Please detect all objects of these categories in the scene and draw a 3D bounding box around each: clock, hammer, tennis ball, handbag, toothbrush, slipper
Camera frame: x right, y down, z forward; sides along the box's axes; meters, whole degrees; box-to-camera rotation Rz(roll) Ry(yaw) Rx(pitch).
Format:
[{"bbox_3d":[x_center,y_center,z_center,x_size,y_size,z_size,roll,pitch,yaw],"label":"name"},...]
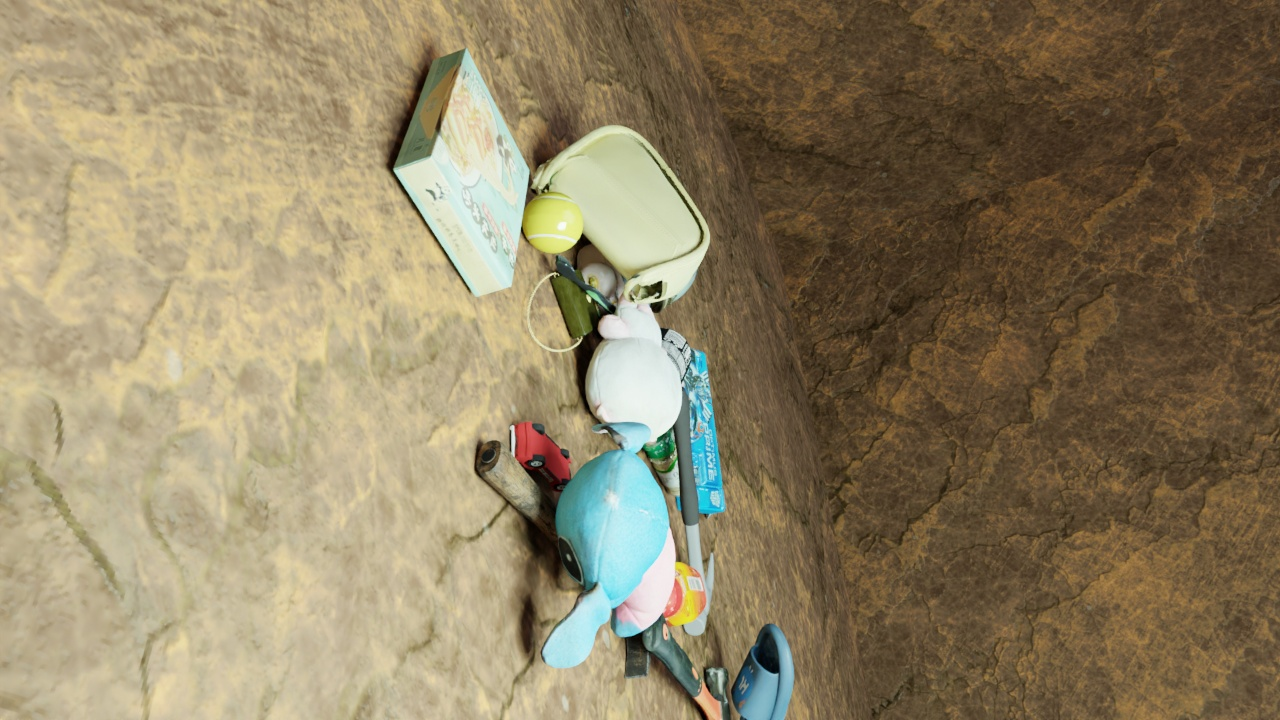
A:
[{"bbox_3d":[-0.035,-0.091,1.150,0.157,0.059,0.117,-86,154,-52],"label":"clock"},{"bbox_3d":[0.062,0.181,1.158,0.124,0.029,0.311,-60,146,-69],"label":"hammer"},{"bbox_3d":[-0.094,-0.148,0.985,0.065,0.065,0.065,-15,90,-75],"label":"tennis ball"},{"bbox_3d":[-0.059,0.181,0.847,0.330,0.033,0.119,57,24,-45],"label":"hammer"},{"bbox_3d":[0.057,0.360,1.027,0.333,0.033,0.132,65,20,-48],"label":"hammer"},{"bbox_3d":[-0.018,-0.167,1.087,0.190,0.089,0.233,-24,66,-42],"label":"handbag"},{"bbox_3d":[-0.087,-0.053,0.995,0.177,0.027,0.084,-44,115,-71],"label":"handbag"},{"bbox_3d":[-0.046,-0.072,1.061,0.188,0.014,0.017,41,30,-52],"label":"toothbrush"},{"bbox_3d":[0.142,0.430,1.158,0.103,0.059,0.214,-121,-138,-75],"label":"slipper"}]

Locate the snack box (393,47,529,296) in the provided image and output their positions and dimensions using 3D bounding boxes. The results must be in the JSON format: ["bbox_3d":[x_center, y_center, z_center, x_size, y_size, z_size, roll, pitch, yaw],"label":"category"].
[{"bbox_3d":[-0.155,-0.173,0.833,0.193,0.044,0.141,-91,160,-46],"label":"snack box"}]

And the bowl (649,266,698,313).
[{"bbox_3d":[0.030,-0.155,1.254,0.160,0.093,0.160,57,-16,26],"label":"bowl"}]

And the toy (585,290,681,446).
[{"bbox_3d":[-0.006,0.006,1.054,0.138,0.102,0.179,29,53,-50],"label":"toy"}]

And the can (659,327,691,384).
[{"bbox_3d":[0.019,0.012,1.196,0.145,0.080,0.080,-57,129,-70],"label":"can"}]

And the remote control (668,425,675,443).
[{"bbox_3d":[0.044,0.094,1.227,0.134,0.022,0.050,102,-23,-61],"label":"remote control"}]

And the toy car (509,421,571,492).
[{"bbox_3d":[-0.088,0.090,0.844,0.089,0.025,0.038,54,25,-53],"label":"toy car"}]

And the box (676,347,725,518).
[{"bbox_3d":[0.089,0.108,1.367,0.175,0.060,0.243,39,42,-67],"label":"box"}]

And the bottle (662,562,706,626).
[{"bbox_3d":[0.036,0.270,1.058,0.134,0.048,0.071,32,44,-68],"label":"bottle"}]

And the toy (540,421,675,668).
[{"bbox_3d":[-0.020,0.168,0.802,0.191,0.099,0.223,70,25,-53],"label":"toy"}]

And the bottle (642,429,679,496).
[{"bbox_3d":[0.036,0.135,1.211,0.042,0.043,0.110,-88,158,-48],"label":"bottle"}]
